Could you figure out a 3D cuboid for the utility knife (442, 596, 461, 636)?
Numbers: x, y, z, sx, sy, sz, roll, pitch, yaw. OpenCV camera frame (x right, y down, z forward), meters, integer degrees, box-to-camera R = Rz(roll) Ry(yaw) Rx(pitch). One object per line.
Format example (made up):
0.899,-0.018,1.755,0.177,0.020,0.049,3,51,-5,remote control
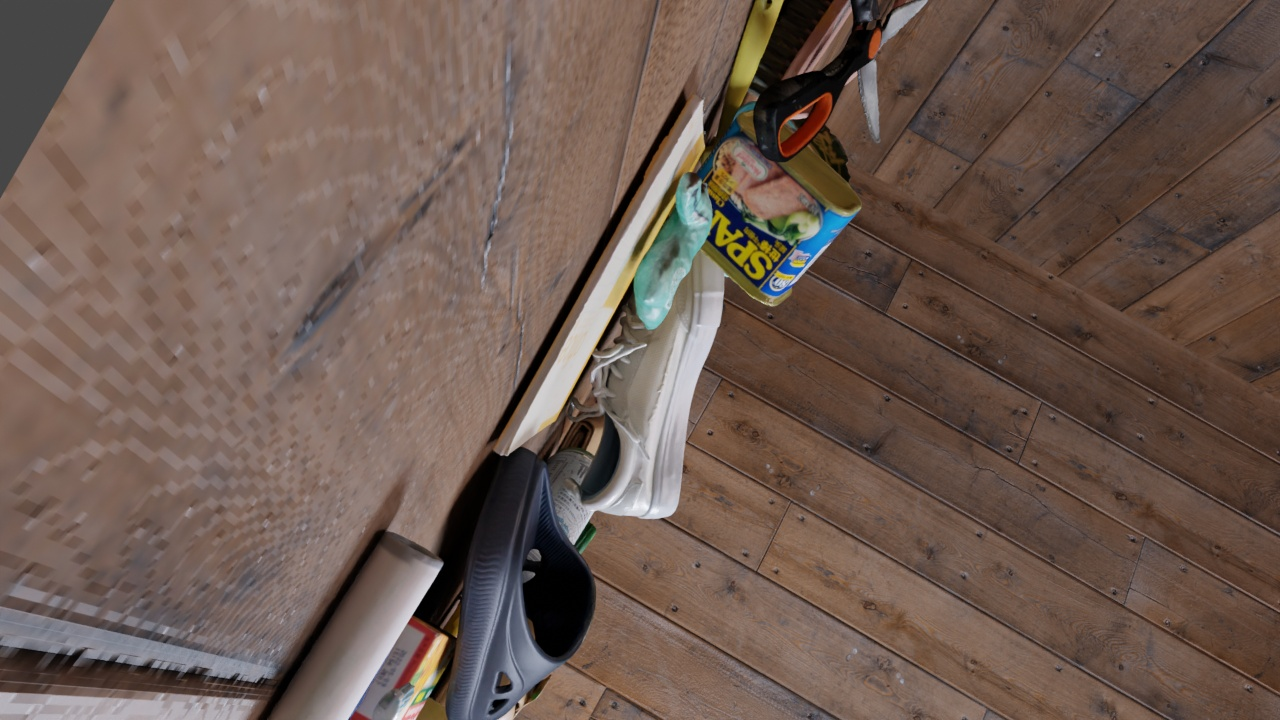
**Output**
-0.152,0.213,0.703,0.033,0.015,0.153,-55,-178,44,utility knife

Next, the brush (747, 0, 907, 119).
0.130,-0.227,0.640,0.145,0.073,0.063,-57,177,-13,brush

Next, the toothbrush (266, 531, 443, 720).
-0.142,0.165,0.336,0.026,0.027,0.220,42,74,-44,toothbrush

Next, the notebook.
-0.017,-0.045,0.529,0.206,0.010,0.145,-61,177,5,notebook

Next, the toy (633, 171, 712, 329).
0.020,-0.071,0.552,0.096,0.030,0.091,86,29,-73,toy

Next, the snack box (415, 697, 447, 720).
-0.114,0.374,0.720,0.114,0.240,0.063,-56,174,-39,snack box

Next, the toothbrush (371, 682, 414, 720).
-0.175,0.250,0.466,0.225,0.026,0.027,-57,167,14,toothbrush

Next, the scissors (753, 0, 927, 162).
0.130,-0.205,0.569,0.233,0.022,0.221,-48,147,-30,scissors

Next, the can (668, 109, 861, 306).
0.081,-0.101,0.604,0.083,0.102,0.057,-52,170,35,can

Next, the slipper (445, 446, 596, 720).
-0.070,0.159,0.581,0.269,0.083,0.110,105,-2,-47,slipper

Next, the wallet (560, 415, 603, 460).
-0.061,0.093,0.890,0.090,0.033,0.115,-63,175,3,wallet

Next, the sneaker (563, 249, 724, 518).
-0.004,0.004,0.693,0.089,0.090,0.242,-140,-121,-64,sneaker

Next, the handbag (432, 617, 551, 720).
-0.159,0.349,1.019,0.148,0.100,0.203,-58,175,39,handbag

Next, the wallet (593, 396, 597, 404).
-0.004,-0.008,0.876,0.101,0.032,0.124,-63,177,10,wallet

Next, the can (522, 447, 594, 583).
-0.077,0.132,0.738,0.058,0.058,0.146,-63,176,36,can

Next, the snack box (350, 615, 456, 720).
-0.145,0.196,0.554,0.077,0.027,0.156,-59,176,-19,snack box

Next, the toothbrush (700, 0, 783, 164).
0.062,-0.173,0.578,0.190,0.016,0.016,109,7,-71,toothbrush

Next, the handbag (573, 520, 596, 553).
-0.102,0.193,0.906,0.120,0.068,0.131,-52,177,-6,handbag

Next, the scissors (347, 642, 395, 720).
-0.165,0.200,0.441,0.171,0.012,0.140,-60,177,33,scissors

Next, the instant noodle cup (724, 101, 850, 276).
0.092,-0.129,0.743,0.111,0.111,0.121,-58,-175,-32,instant noodle cup
